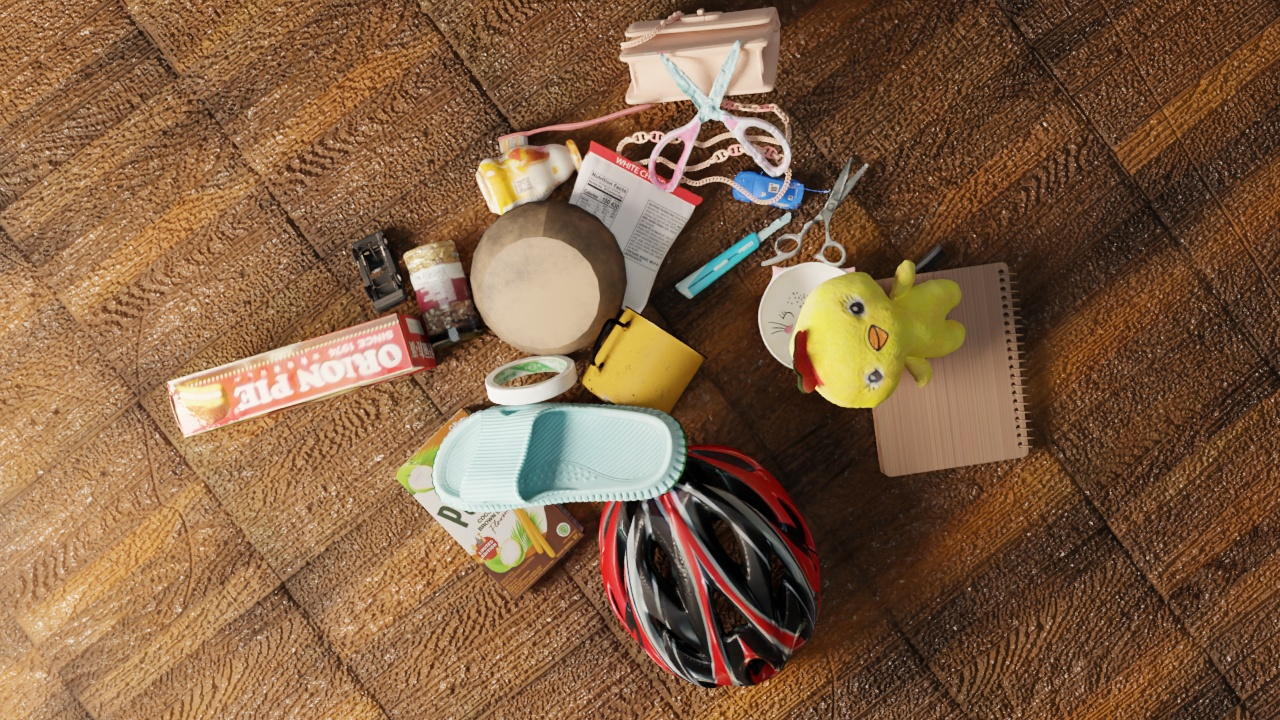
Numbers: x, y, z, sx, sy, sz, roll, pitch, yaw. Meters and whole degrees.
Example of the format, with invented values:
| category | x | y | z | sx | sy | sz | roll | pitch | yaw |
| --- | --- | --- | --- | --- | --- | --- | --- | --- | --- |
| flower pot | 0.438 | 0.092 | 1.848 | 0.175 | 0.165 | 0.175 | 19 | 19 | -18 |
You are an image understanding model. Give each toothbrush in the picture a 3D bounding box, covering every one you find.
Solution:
| category | x | y | z | sx | sy | sz | roll | pitch | yaw |
| --- | --- | --- | --- | --- | --- | --- | --- | --- | --- |
| toothbrush | -0.070 | -0.241 | 0.946 | 0.185 | 0.015 | 0.015 | -6 | 92 | 28 |
| toothbrush | 0.267 | -0.064 | 0.994 | 0.167 | 0.013 | 0.013 | -43 | 99 | 0 |

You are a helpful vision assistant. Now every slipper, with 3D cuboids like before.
| category | x | y | z | sx | sy | sz | roll | pitch | yaw |
| --- | --- | --- | --- | --- | --- | --- | --- | --- | --- |
| slipper | -0.090 | 0.088 | 0.888 | 0.277 | 0.069 | 0.115 | -4 | 66 | 21 |

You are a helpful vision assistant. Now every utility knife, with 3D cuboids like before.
| category | x | y | z | sx | sy | sz | roll | pitch | yaw |
| --- | --- | --- | --- | --- | --- | --- | --- | --- | --- |
| utility knife | 0.102 | -0.117 | 0.991 | 0.148 | 0.015 | 0.022 | -38 | 94 | -3 |

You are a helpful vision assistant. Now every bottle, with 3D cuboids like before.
| category | x | y | z | sx | sy | sz | roll | pitch | yaw |
| --- | --- | --- | --- | --- | --- | --- | --- | --- | --- |
| bottle | -0.115 | -0.196 | 0.963 | 0.108 | 0.063 | 0.063 | -25 | 91 | -9 |
| bottle | -0.207 | -0.068 | 0.965 | 0.056 | 0.056 | 0.105 | -17 | 91 | -1 |

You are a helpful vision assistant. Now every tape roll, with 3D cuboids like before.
| category | x | y | z | sx | sy | sz | roll | pitch | yaw |
| --- | --- | --- | --- | --- | --- | --- | --- | --- | --- |
| tape roll | -0.113 | 0.019 | 0.949 | 0.094 | 0.093 | 0.018 | -10 | 110 | -1 |

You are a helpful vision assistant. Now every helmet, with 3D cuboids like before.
| category | x | y | z | sx | sy | sz | roll | pitch | yaw |
| --- | --- | --- | --- | --- | --- | --- | --- | --- | --- |
| helmet | 0.075 | 0.219 | 0.934 | 0.217 | 0.167 | 0.272 | -28 | 103 | 3 |

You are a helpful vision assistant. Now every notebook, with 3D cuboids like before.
| category | x | y | z | sx | sy | sz | roll | pitch | yaw |
| --- | --- | --- | --- | --- | --- | --- | --- | --- | --- |
| notebook | 0.330 | 0.009 | 0.984 | 0.169 | 0.022 | 0.210 | -8 | 94 | -2 |

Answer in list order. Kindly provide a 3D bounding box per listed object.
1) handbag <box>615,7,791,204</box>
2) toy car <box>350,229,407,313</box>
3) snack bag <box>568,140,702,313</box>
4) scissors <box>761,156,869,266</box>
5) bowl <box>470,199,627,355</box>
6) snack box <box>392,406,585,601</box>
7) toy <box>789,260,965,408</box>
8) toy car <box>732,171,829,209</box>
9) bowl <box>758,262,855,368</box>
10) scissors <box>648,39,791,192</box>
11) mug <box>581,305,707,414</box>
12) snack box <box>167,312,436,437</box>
| category | x | y | z | sx | sy | sz | roll | pitch | yaw |
| --- | --- | --- | --- | --- | --- | --- | --- | --- | --- |
| handbag | 0.059 | -0.271 | 0.969 | 0.199 | 0.116 | 0.187 | -1 | 127 | 14 |
| toy car | -0.273 | -0.092 | 0.968 | 0.040 | 0.037 | 0.092 | -26 | 65 | 0 |
| snack bag | -0.025 | -0.136 | 0.970 | 0.131 | 0.039 | 0.144 | 26 | 101 | -8 |
| scissors | 0.186 | -0.156 | 0.969 | 0.120 | 0.014 | 0.159 | 1 | 63 | 7 |
| bowl | -0.096 | -0.078 | 0.934 | 0.162 | 0.070 | 0.162 | 1 | 111 | 2 |
| snack box | -0.160 | 0.152 | 0.980 | 0.101 | 0.031 | 0.186 | -44 | 91 | 0 |
| toy | 0.232 | -0.025 | 0.908 | 0.207 | 0.092 | 0.134 | -14 | 97 | -10 |
| toy car | 0.147 | -0.182 | 0.967 | 0.092 | 0.062 | 0.033 | 10 | 90 | -1 |
| bowl | 0.179 | -0.045 | 0.974 | 0.114 | 0.050 | 0.114 | 0 | 90 | -1 |
| scissors | 0.080 | -0.231 | 0.910 | 0.175 | 0.013 | 0.171 | 21 | 124 | -6 |
| mug | -0.006 | 0.005 | 0.940 | 0.123 | 0.100 | 0.094 | 31 | 92 | -42 |
| snack box | -0.338 | 0.013 | 0.936 | 0.236 | 0.113 | 0.060 | -16 | 91 | -1 |
